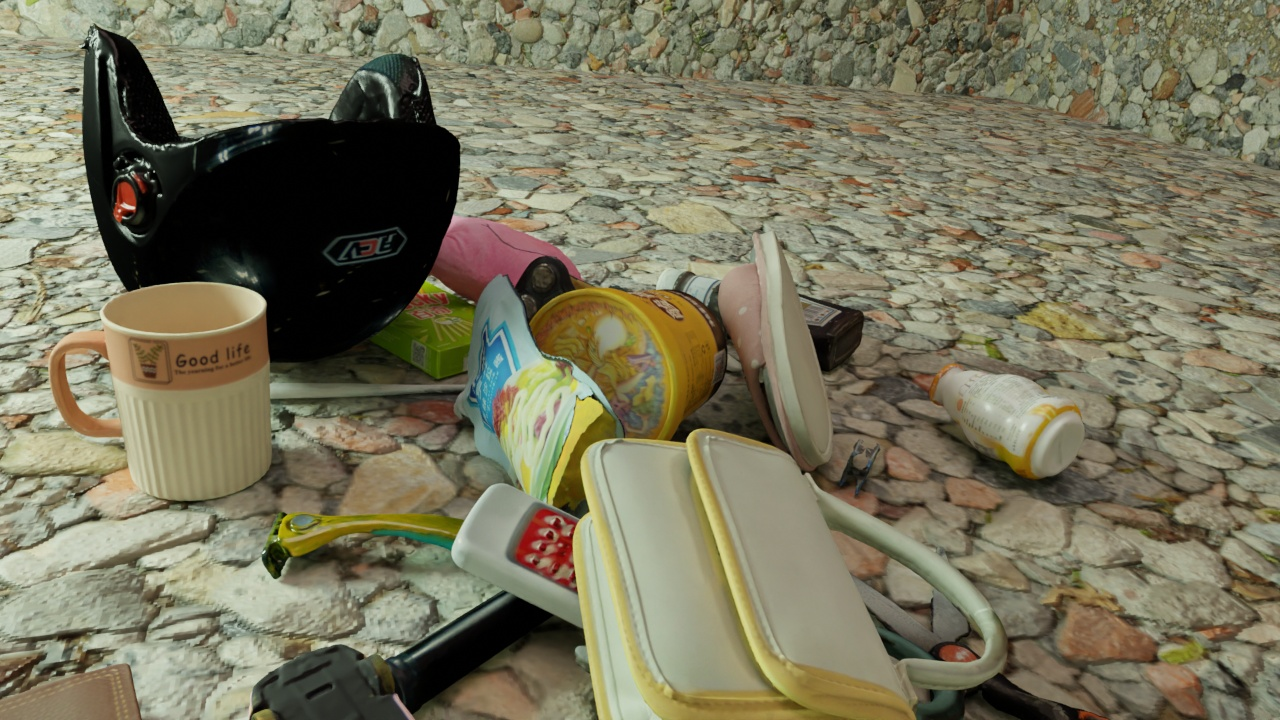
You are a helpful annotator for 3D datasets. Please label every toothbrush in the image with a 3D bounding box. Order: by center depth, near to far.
[{"bbox_3d":[-0.042,0.115,0.470,0.027,0.026,0.212,-7,11,41],"label":"toothbrush"},{"bbox_3d":[-0.187,0.018,0.664,0.180,0.016,0.016,-1,23,-16],"label":"toothbrush"},{"bbox_3d":[0.026,-0.031,0.823,0.016,0.018,0.191,-14,31,-35],"label":"toothbrush"}]

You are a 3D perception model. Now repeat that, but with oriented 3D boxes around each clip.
[{"bbox_3d":[0.149,0.069,0.623,0.036,0.026,0.057,23,23,18],"label":"clip"}]

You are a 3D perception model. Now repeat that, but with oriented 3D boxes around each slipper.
[{"bbox_3d":[0.096,-0.016,0.684,0.054,0.114,0.273,-19,29,15],"label":"slipper"}]

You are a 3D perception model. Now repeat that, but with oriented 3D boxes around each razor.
[{"bbox_3d":[-0.130,0.096,0.494,0.132,0.028,0.043,4,21,-9],"label":"razor"},{"bbox_3d":[-0.031,-0.032,0.719,0.067,0.062,0.167,39,13,37],"label":"razor"}]

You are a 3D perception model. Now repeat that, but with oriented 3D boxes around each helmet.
[{"bbox_3d":[-0.250,-0.109,0.646,0.232,0.230,0.275,-13,20,-41],"label":"helmet"}]

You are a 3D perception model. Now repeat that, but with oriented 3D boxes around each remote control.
[{"bbox_3d":[-0.024,0.106,0.453,0.136,0.020,0.055,26,33,1],"label":"remote control"}]

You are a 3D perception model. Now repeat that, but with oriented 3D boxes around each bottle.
[{"bbox_3d":[0.263,0.039,0.669,0.063,0.063,0.108,-9,29,-30],"label":"bottle"},{"bbox_3d":[0.102,-0.045,0.842,0.195,0.044,0.079,21,35,32],"label":"bottle"}]

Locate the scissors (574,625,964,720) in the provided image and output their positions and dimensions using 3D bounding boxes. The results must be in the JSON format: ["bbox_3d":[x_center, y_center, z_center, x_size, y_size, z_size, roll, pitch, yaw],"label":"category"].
[{"bbox_3d":[0.051,0.160,0.372,0.171,0.019,0.169,8,35,4],"label":"scissors"}]

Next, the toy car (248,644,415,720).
[{"bbox_3d":[-0.103,0.160,0.346,0.056,0.037,0.122,-20,47,-40],"label":"toy car"}]

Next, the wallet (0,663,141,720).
[{"bbox_3d":[-0.220,0.165,0.313,0.101,0.032,0.124,-14,30,-32],"label":"wallet"}]

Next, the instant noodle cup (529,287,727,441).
[{"bbox_3d":[-0.004,0.004,0.629,0.118,0.118,0.114,19,19,25],"label":"instant noodle cup"}]

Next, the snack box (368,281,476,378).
[{"bbox_3d":[-0.181,-0.032,0.764,0.156,0.026,0.085,25,29,37],"label":"snack box"}]

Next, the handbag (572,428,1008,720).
[{"bbox_3d":[0.065,0.096,0.403,0.178,0.063,0.163,-1,35,-12],"label":"handbag"}]

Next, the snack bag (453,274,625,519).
[{"bbox_3d":[-0.071,0.027,0.559,0.038,0.110,0.191,-3,26,-29],"label":"snack bag"}]

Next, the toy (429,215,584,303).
[{"bbox_3d":[-0.116,-0.082,0.814,0.194,0.075,0.178,30,19,10],"label":"toy"}]

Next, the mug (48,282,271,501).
[{"bbox_3d":[-0.275,0.017,0.532,0.114,0.106,0.081,-1,25,-16],"label":"mug"}]

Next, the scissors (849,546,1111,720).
[{"bbox_3d":[0.156,0.158,0.429,0.221,0.022,0.227,24,30,33],"label":"scissors"}]
